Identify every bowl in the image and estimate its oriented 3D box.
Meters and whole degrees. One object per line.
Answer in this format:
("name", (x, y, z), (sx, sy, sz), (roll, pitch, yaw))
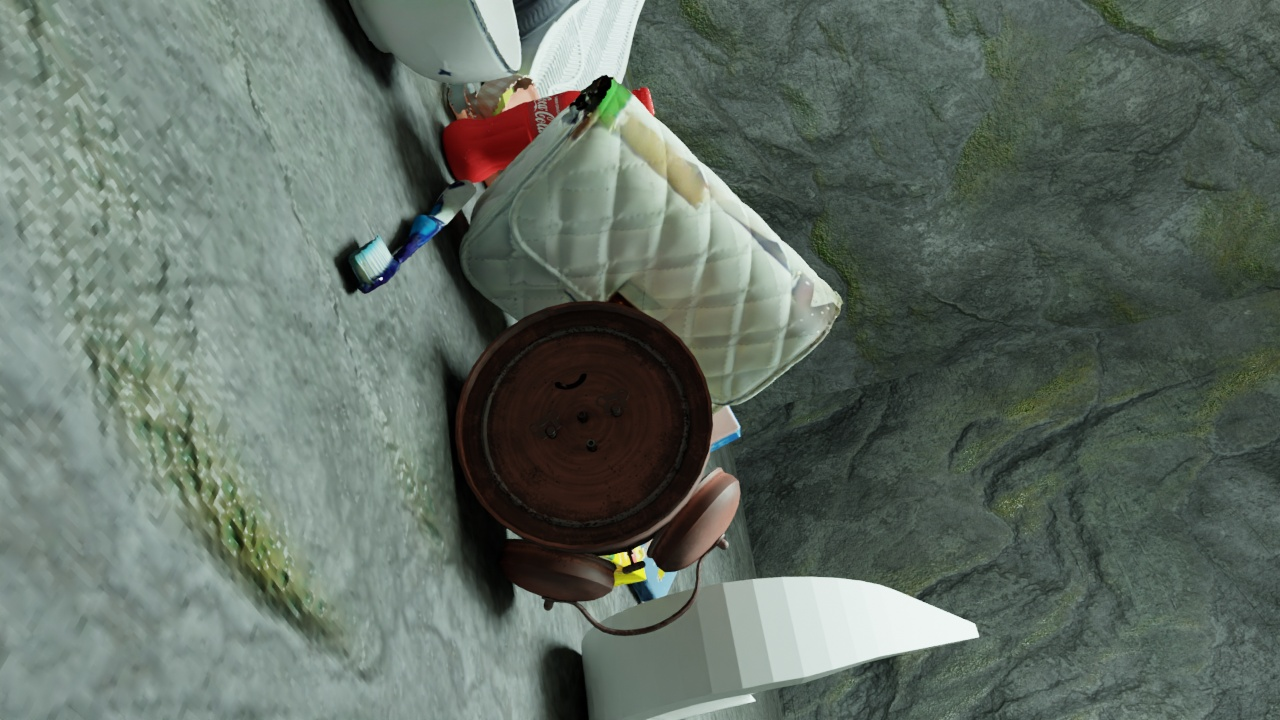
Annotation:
("bowl", (-0.104, -0.185, 0.437), (0.113, 0.063, 0.113), (-13, 89, -83))

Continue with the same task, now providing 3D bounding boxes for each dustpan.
("dustpan", (0.079, 0.197, 0.564), (0.257, 0.192, 0.053), (30, 41, -46))

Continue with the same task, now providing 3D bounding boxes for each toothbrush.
("toothbrush", (-0.101, -0.066, 0.429), (0.188, 0.016, 0.017), (-85, 150, -69))

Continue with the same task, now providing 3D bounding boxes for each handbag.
("handbag", (0.004, -0.047, 0.518), (0.195, 0.139, 0.072), (37, 31, -25))

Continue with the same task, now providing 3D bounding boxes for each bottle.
("bottle", (-0.051, -0.132, 0.523), (0.036, 0.119, 0.036), (-12, 89, -83))

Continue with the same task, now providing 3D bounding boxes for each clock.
("clock", (-0.019, 0.052, 0.442), (0.072, 0.120, 0.157), (79, -8, -70))

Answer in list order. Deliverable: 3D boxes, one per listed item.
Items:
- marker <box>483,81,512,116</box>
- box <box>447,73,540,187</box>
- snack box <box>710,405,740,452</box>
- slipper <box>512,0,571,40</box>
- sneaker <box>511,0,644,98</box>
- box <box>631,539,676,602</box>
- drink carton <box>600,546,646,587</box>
("marker", (-0.109, -0.224, 0.665), (0.021, 0.017, 0.124), (28, 47, -81))
("box", (-0.084, -0.112, 0.622), (0.056, 0.064, 0.188), (-57, 151, -27))
("snack box", (-0.004, 0.004, 0.631), (0.154, 0.088, 0.033), (63, 2, 16))
("slipper", (-0.100, -0.361, 0.730), (0.083, 0.111, 0.267), (41, 36, -43))
("sneaker", (-0.062, -0.272, 0.758), (0.089, 0.091, 0.241), (44, 57, -42))
("box", (0.002, 0.123, 0.724), (0.210, 0.059, 0.068), (68, 13, -48))
("drink carton", (-0.030, 0.103, 0.561), (0.134, 0.043, 0.058), (61, 16, -68))
